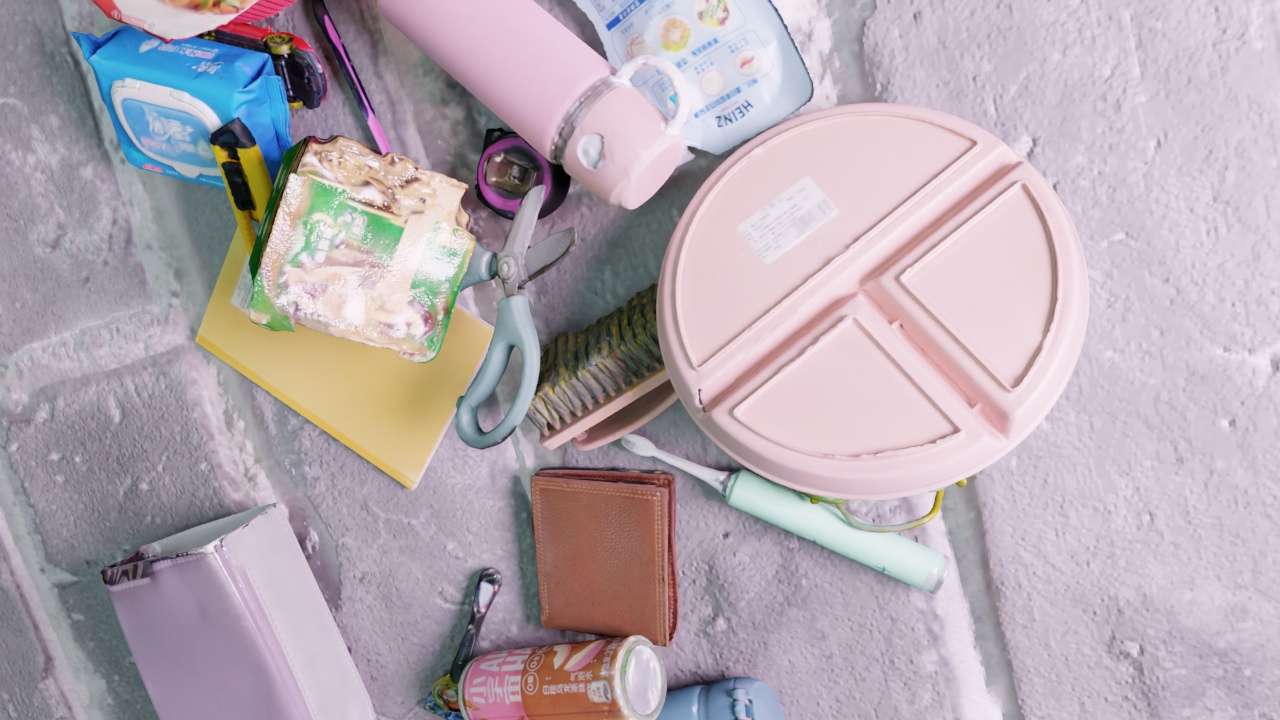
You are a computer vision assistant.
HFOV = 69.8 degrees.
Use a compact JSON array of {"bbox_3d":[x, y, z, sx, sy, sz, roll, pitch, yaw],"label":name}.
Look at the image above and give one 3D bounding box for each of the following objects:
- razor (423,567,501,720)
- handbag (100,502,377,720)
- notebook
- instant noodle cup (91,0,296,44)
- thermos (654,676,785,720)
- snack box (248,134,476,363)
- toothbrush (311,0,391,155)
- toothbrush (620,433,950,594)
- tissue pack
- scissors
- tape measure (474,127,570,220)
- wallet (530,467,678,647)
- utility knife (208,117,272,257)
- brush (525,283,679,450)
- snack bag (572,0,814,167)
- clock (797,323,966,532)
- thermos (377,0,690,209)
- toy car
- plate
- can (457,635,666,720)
[{"bbox_3d":[-0.129,0.217,0.687,0.043,0.022,0.143,22,108,8],"label":"razor"},{"bbox_3d":[-0.306,0.222,0.698,0.145,0.098,0.197,-17,99,17],"label":"handbag"},{"bbox_3d":[-0.217,-0.018,0.661,0.206,0.010,0.146,32,110,6],"label":"notebook"},{"bbox_3d":[-0.257,-0.283,0.563,0.194,0.065,0.193,-1,87,16],"label":"instant noodle cup"},{"bbox_3d":[-0.008,0.273,0.644,0.221,0.070,0.070,-19,97,19],"label":"thermos"},{"bbox_3d":[-0.182,-0.073,0.570,0.106,0.118,0.117,23,95,52],"label":"snack box"},{"bbox_3d":[-0.204,-0.209,0.609,0.018,0.014,0.189,-19,98,29],"label":"toothbrush"},{"bbox_3d":[0.089,0.094,0.592,0.224,0.027,0.026,22,76,10],"label":"toothbrush"},{"bbox_3d":[-0.299,-0.163,0.609,0.157,0.052,0.095,15,138,12],"label":"tissue pack"},{"bbox_3d":[-0.094,-0.020,0.573,0.173,0.019,0.178,-20,77,34],"label":"scissors"},{"bbox_3d":[-0.075,-0.117,0.580,0.058,0.039,0.057,18,107,11],"label":"tape measure"},{"bbox_3d":[-0.025,0.135,0.634,0.101,0.032,0.124,2,103,19],"label":"wallet"},{"bbox_3d":[-0.251,-0.087,0.607,0.033,0.015,0.155,7,130,10],"label":"utility knife"},{"bbox_3d":[-0.003,0.003,0.582,0.146,0.063,0.073,-31,122,18],"label":"brush"},{"bbox_3d":[0.012,-0.210,0.535,0.110,0.038,0.191,-28,97,18],"label":"snack bag"},{"bbox_3d":[0.137,0.029,0.547,0.116,0.056,0.161,-10,100,18],"label":"clock"},{"bbox_3d":[-0.059,-0.176,0.532,0.198,0.067,0.087,41,123,12],"label":"thermos"},{"bbox_3d":[-0.255,-0.200,0.612,0.106,0.031,0.049,18,140,13],"label":"toy car"},{"bbox_3d":[0.117,-0.041,0.493,0.230,0.028,0.229,-5,72,15],"label":"plate"},{"bbox_3d":[-0.056,0.225,0.634,0.148,0.057,0.058,-18,98,32],"label":"can"}]
